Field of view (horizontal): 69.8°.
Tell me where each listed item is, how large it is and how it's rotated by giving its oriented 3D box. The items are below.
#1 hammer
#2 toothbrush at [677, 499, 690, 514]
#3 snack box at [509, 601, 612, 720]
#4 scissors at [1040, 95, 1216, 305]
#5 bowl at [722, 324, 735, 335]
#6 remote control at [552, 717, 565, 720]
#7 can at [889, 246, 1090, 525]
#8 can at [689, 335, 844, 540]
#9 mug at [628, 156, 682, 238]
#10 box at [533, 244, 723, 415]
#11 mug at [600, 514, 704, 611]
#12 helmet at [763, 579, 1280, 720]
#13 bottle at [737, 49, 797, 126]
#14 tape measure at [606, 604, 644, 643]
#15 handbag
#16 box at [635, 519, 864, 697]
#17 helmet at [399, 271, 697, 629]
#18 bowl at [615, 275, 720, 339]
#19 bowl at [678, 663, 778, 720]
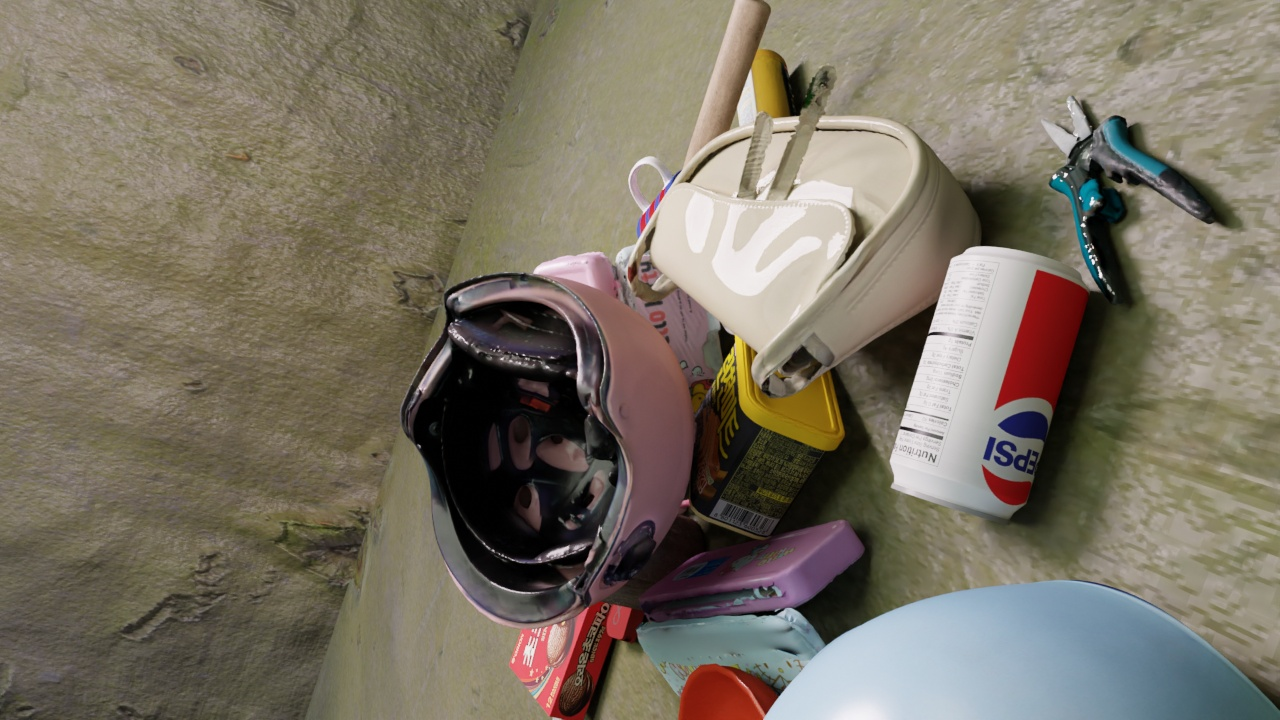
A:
[{"bbox_3d":[0.051,-0.169,0.840,0.030,0.119,0.332,-40,-24,-48],"label":"hammer"},{"bbox_3d":[0.057,0.120,0.785,0.135,0.016,0.021,-28,49,59],"label":"toothbrush"},{"bbox_3d":[-0.072,0.265,0.935,0.133,0.035,0.152,9,78,65],"label":"snack box"},{"bbox_3d":[0.243,-0.090,0.476,0.121,0.019,0.150,-14,59,67],"label":"scissors"},{"bbox_3d":[0.111,-0.064,0.738,0.105,0.054,0.105,-165,91,-69],"label":"bowl"},{"bbox_3d":[-0.077,0.311,0.970,0.050,0.011,0.135,-51,29,44],"label":"remote control"},{"bbox_3d":[0.180,0.013,0.479,0.070,0.070,0.132,15,88,69],"label":"can"},{"bbox_3d":[0.085,0.049,0.664,0.130,0.072,0.101,-83,17,-60],"label":"can"},{"bbox_3d":[0.032,-0.155,0.931,0.074,0.112,0.076,-51,4,-38],"label":"mug"},{"bbox_3d":[-0.007,0.006,0.759,0.058,0.156,0.201,-32,-68,-68],"label":"box"},{"bbox_3d":[-0.017,0.168,0.803,0.123,0.110,0.096,-7,62,68],"label":"mug"},{"bbox_3d":[0.118,0.212,0.356,0.225,0.166,0.266,-125,45,-53],"label":"helmet"},{"bbox_3d":[0.118,-0.210,0.835,0.053,0.053,0.185,-51,30,43],"label":"bottle"},{"bbox_3d":[-0.010,0.232,0.857,0.051,0.019,0.059,-22,46,66],"label":"tape measure"},{"bbox_3d":[0.083,-0.092,0.616,0.184,0.132,0.229,-51,35,3],"label":"handbag"},{"bbox_3d":[0.082,0.186,0.644,0.092,0.089,0.215,59,148,2],"label":"box"},{"bbox_3d":[-0.059,0.063,0.677,0.230,0.152,0.256,21,107,37],"label":"helmet"},{"bbox_3d":[0.018,-0.011,0.835,0.067,0.144,0.145,52,124,41],"label":"bowl"},{"bbox_3d":[0.070,0.252,0.582,0.122,0.035,0.122,13,104,60],"label":"bowl"}]
